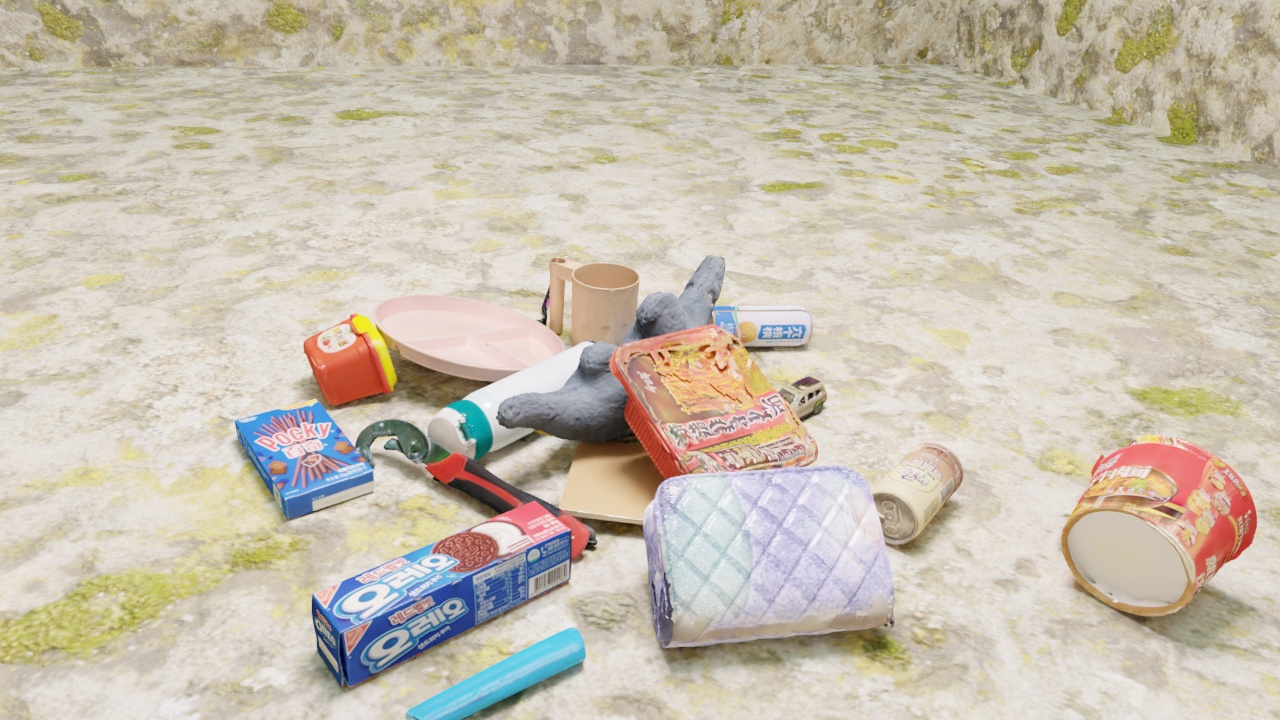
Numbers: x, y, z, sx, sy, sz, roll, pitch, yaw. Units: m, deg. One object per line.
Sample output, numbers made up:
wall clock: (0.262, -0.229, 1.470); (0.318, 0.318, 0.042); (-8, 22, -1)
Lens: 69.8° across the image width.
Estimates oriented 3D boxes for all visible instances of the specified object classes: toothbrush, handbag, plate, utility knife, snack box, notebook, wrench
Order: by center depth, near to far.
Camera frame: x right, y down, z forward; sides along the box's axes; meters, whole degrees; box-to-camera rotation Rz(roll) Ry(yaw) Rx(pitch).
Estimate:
utility knife: (-0.123, 0.242, 0.662); (0.198, 0.018, 0.034); (-17, 23, -33)
snack box: (-0.152, 0.181, 0.732); (0.207, 0.057, 0.058); (-19, 33, -36)
handbag: (0.103, 0.161, 0.757); (0.193, 0.076, 0.134); (-2, 61, -10)
toothbrush: (-0.121, 0.136, 0.863); (0.189, 0.017, 0.014); (17, 20, 25)
wrench: (-0.163, 0.116, 0.867); (0.274, 0.016, 0.056); (20, 75, 25)
snack box: (-0.332, 0.092, 0.902); (0.084, 0.026, 0.157); (-17, 35, -33)
notebook: (0.032, 0.123, 0.903); (0.208, 0.008, 0.147); (6, 23, 2)
snack box: (-0.325, 0.002, 1.023); (0.080, 0.082, 0.091); (-24, 36, -20)
plate: (-0.204, -0.027, 1.095); (0.229, 0.028, 0.229); (14, 19, -5)
toothbrush: (-0.132, -0.080, 1.266); (0.018, 0.014, 0.188); (-7, 27, 5)

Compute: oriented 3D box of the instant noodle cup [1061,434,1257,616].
instant noodle cup: (0.448, 0.151, 0.806); (0.138, 0.138, 0.108); (28, 44, 36)

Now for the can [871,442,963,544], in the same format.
can: (0.265, 0.127, 0.889); (0.058, 0.059, 0.116); (24, 34, 31)

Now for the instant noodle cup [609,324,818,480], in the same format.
instant noodle cup: (0.063, 0.057, 0.900); (0.164, 0.079, 0.188); (-12, 57, -37)

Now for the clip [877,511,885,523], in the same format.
clip: (0.172, 0.154, 0.854); (0.103, 0.035, 0.092); (12, 28, 23)

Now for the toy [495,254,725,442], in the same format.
toy: (-0.006, 0.006, 0.982); (0.091, 0.138, 0.355); (13, 41, 40)

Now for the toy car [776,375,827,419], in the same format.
toy car: (0.175, 0.046, 1.053); (0.090, 0.035, 0.042); (-24, 38, -38)

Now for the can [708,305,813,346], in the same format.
can: (0.154, -0.045, 1.198); (0.134, 0.053, 0.053); (-1, 29, -10)

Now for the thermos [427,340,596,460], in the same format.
thermos: (-0.125, 0.045, 0.981); (0.073, 0.073, 0.223); (25, 35, 33)

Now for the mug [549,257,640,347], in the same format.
mug: (-0.063, -0.065, 1.151); (0.125, 0.104, 0.084); (19, 31, 25)
